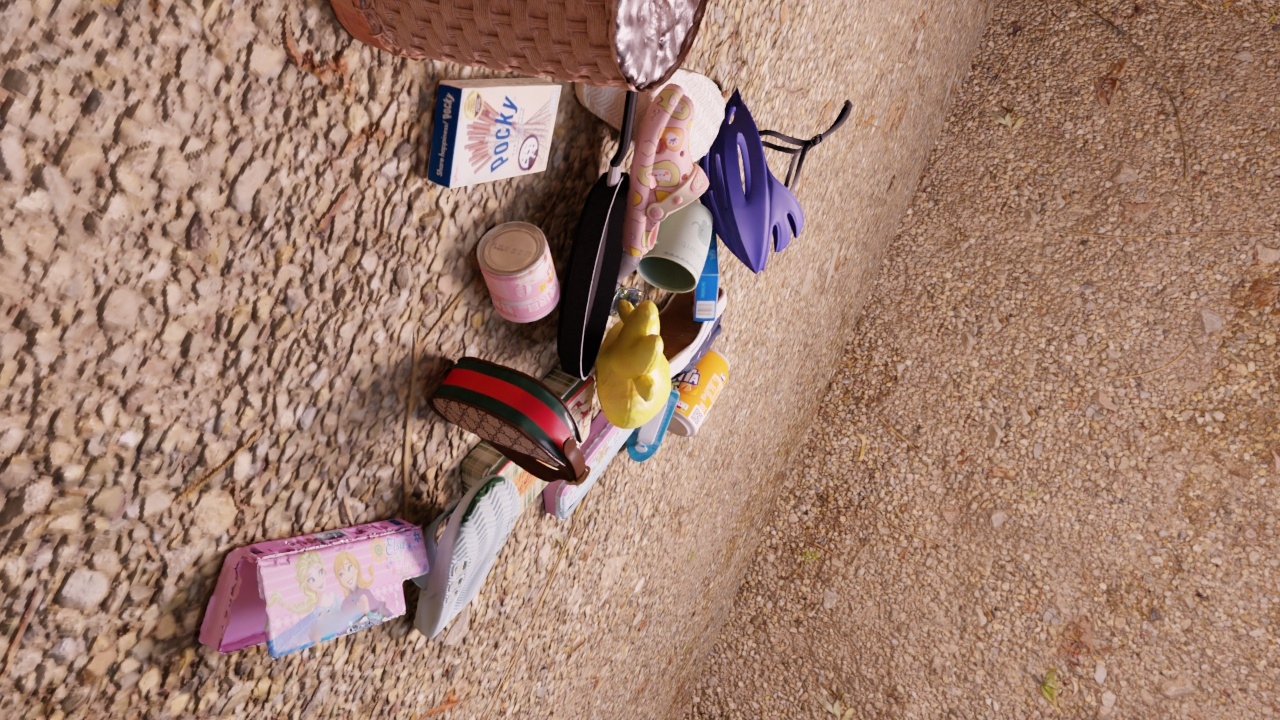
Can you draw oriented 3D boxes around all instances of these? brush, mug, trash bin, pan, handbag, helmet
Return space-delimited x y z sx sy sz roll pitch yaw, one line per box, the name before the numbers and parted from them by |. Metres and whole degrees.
brush | 0.012 0.099 1.381 0.075 0.055 0.136 -75 -176 -64
mug | 0.041 -0.161 1.182 0.111 0.084 0.103 44 58 -41
trash bin | -0.076 -0.248 0.583 0.150 0.210 0.151 -51 155 -36
pan | -0.039 -0.145 0.951 0.224 0.034 0.357 -72 174 -55
handbag | -0.118 0.065 0.871 0.063 0.167 0.138 -57 141 -25
helmet | 0.187 -0.252 1.225 0.147 0.228 0.241 -66 139 -82

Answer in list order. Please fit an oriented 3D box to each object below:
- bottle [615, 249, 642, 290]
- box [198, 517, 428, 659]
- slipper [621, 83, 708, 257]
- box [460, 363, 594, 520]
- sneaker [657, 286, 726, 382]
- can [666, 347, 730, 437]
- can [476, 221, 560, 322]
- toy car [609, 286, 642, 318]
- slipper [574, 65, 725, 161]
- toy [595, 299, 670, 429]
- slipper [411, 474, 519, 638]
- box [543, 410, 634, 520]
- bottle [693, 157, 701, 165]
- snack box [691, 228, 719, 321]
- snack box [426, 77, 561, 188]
bottle | -0.013 -0.138 1.115 0.110 0.036 0.036 -66 160 -3
box | -0.257 0.196 0.792 0.084 0.077 0.230 -69 160 5
slipper | 0.032 -0.193 0.969 0.093 0.081 0.198 -70 175 -49
box | -0.126 0.103 1.070 0.204 0.050 0.118 -46 150 -43
sneaker | 0.041 -0.003 1.303 0.293 0.121 0.127 -43 137 -54
can | 0.086 0.051 1.506 0.142 0.079 0.079 -57 158 -27
can | -0.115 -0.083 0.871 0.067 0.067 0.076 -57 157 -27
toy car | -0.026 -0.075 1.162 0.039 0.027 0.089 -67 162 10
slipper | 0.011 -0.284 0.999 0.272 0.054 0.114 0 113 -60
toy | -0.006 0.006 1.081 0.208 0.092 0.133 99 -13 -64
slipper | -0.201 0.206 0.962 0.103 0.074 0.246 -42 164 -48
box | -0.062 0.128 1.274 0.213 0.036 0.076 -51 155 -37
bottle | 0.075 -0.296 1.179 0.030 0.030 0.113 1 110 -69
snack box | 0.089 -0.136 1.286 0.087 0.034 0.151 91 0 -46
snack box | -0.123 -0.198 0.786 0.149 0.026 0.082 -33 142 -58
